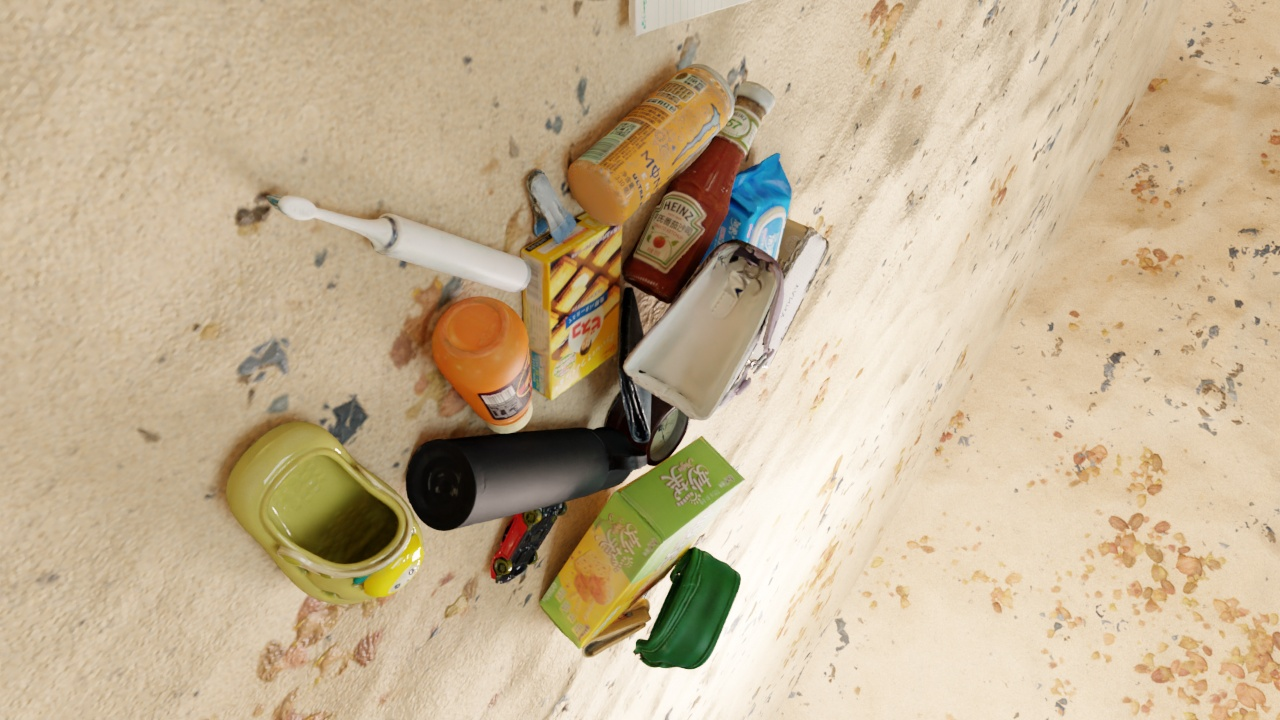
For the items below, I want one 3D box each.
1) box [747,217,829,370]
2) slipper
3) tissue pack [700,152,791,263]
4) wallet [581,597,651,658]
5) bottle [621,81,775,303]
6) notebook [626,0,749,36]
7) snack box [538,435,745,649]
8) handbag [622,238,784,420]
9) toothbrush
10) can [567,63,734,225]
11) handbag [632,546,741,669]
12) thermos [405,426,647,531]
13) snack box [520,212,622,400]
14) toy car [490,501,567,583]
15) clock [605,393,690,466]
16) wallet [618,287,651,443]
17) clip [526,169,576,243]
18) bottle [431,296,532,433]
[{"bbox_3d":[0.143,-0.071,1.041,0.184,0.060,0.089,-61,153,5],"label":"box"},{"bbox_3d":[-0.194,0.115,0.605,0.091,0.082,0.191,-48,148,-19],"label":"slipper"},{"bbox_3d":[0.107,-0.125,0.928,0.094,0.052,0.157,-34,143,-42],"label":"tissue pack"},{"bbox_3d":[-0.028,0.297,1.041,0.087,0.024,0.115,-27,-179,-4],"label":"wallet"},{"bbox_3d":[0.056,-0.150,0.810,0.206,0.060,0.059,-60,153,-2],"label":"bottle"},{"bbox_3d":[0.066,-0.336,0.672,0.208,0.012,0.151,-32,138,-35],"label":"notebook"},{"bbox_3d":[0.000,0.192,0.967,0.157,0.070,0.211,-26,156,-48],"label":"snack box"},{"bbox_3d":[0.069,-0.026,0.799,0.145,0.098,0.197,-62,174,4],"label":"handbag"},{"bbox_3d":[-0.140,-0.073,0.575,0.220,0.026,0.027,12,94,-62],"label":"toothbrush"},{"bbox_3d":[0.010,-0.168,0.710,0.145,0.058,0.058,-47,150,-26],"label":"can"},{"bbox_3d":[0.048,0.282,1.035,0.120,0.068,0.131,-44,-165,54],"label":"handbag"},{"bbox_3d":[-0.080,0.090,0.774,0.242,0.090,0.068,-1,84,-60],"label":"thermos"},{"bbox_3d":[-0.055,-0.045,0.746,0.086,0.034,0.141,-37,147,-38],"label":"snack box"},{"bbox_3d":[-0.108,0.163,0.854,0.049,0.031,0.106,-4,126,-59],"label":"toy car"},{"bbox_3d":[0.017,0.060,0.946,0.121,0.055,0.082,-23,134,-48],"label":"clock"},{"bbox_3d":[-0.005,0.005,0.847,0.121,0.019,0.097,77,11,-53],"label":"wallet"},{"bbox_3d":[-0.068,-0.114,0.670,0.027,0.045,0.058,-45,140,-23],"label":"clip"},{"bbox_3d":[-0.108,0.014,0.683,0.066,0.067,0.150,-50,158,-22],"label":"bottle"}]
